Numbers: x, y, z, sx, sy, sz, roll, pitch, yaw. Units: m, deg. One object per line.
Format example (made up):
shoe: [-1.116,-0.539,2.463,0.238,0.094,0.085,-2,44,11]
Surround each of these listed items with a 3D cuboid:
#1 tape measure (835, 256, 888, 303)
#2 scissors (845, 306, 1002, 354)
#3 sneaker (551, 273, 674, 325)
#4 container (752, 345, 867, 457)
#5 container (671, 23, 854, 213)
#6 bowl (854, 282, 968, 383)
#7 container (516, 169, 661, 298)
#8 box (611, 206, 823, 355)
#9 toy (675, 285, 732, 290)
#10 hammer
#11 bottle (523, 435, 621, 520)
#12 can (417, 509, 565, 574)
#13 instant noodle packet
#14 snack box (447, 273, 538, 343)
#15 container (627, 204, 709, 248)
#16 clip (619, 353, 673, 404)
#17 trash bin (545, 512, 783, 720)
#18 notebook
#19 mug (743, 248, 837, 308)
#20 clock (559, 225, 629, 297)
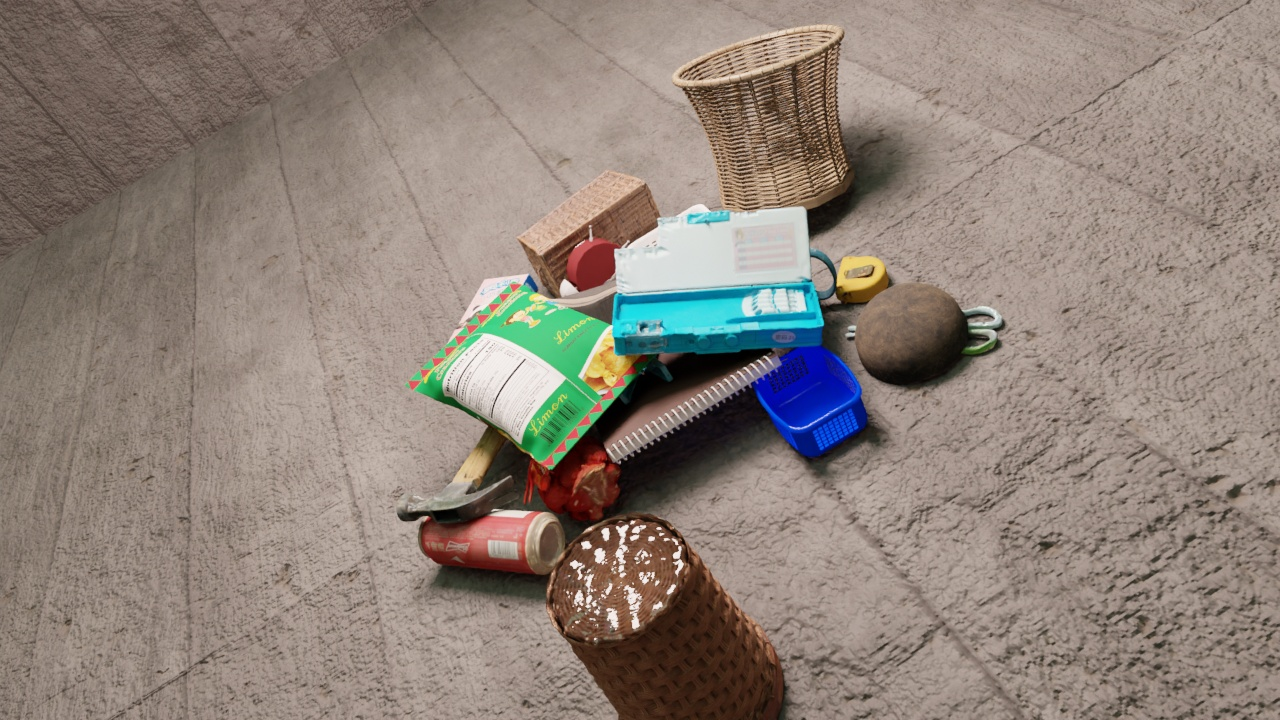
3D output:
tape measure: [0.269,-0.099,1.110,0.059,0.030,0.068,-4,46,32]
scissors: [0.310,-0.031,1.025,0.176,0.033,0.072,-4,48,34]
sneaker: [-0.068,-0.063,1.212,0.235,0.095,0.119,-19,15,21]
container: [0.183,0.045,0.984,0.096,0.058,0.114,-31,39,-1]
container: [0.176,-0.319,1.239,0.227,0.196,0.226,-15,27,7]
bowl: [0.287,-0.041,0.997,0.121,0.056,0.121,-19,46,22]
container: [-0.070,-0.177,1.339,0.198,0.114,0.113,-37,36,-11]
box: [0.082,-0.081,1.034,0.227,0.074,0.180,-3,59,4]
toy: [0.107,-0.128,1.199,0.205,0.131,0.106,-33,16,-23]
hammer: [-0.169,0.080,1.133,0.132,0.033,0.329,-6,31,22]
bottle: [-0.079,0.128,1.026,0.099,0.099,0.111,-37,39,-10]
can: [-0.168,0.200,1.027,0.170,0.067,0.067,-3,46,30]
instant noodle packet: [-0.128,0.007,1.069,0.253,0.090,0.195,24,60,35]
snack box: [-0.222,-0.065,1.375,0.088,0.033,0.153,-3,46,29]
container: [0.054,-0.156,1.289,0.129,0.049,0.080,-31,39,-2]
clip: [0.011,-0.004,1.079,0.113,0.028,0.126,-30,24,-4]
trash bin: [0.017,0.230,0.765,0.151,0.210,0.151,-17,39,15]
notebook: [0.041,0.023,1.048,0.209,0.022,0.171,-30,26,0]
mug: [0.179,-0.097,1.105,0.112,0.104,0.084,-11,42,22]
clock: [-0.061,-0.115,1.267,0.044,0.087,0.124,37,107,62]
